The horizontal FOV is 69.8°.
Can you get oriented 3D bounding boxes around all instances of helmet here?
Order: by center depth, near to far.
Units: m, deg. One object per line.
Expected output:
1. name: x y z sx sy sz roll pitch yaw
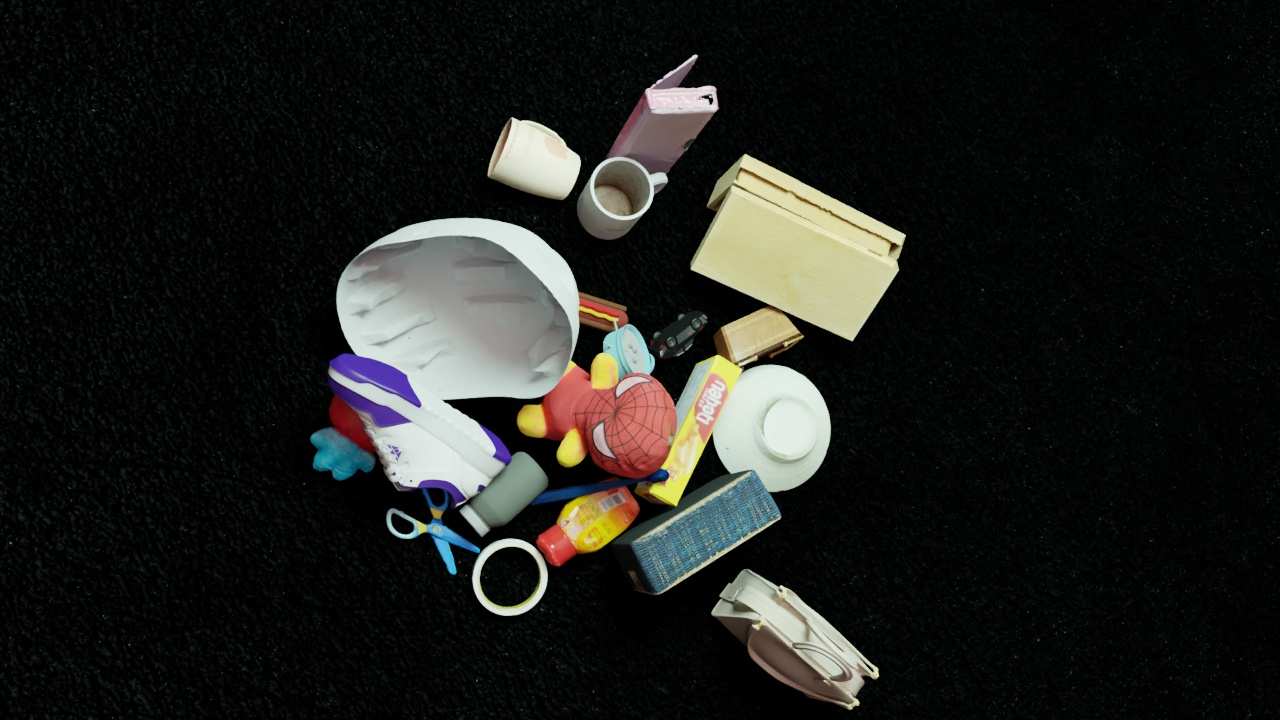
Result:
1. helmet: -0.215 -0.060 1.097 0.282 0.183 0.224 -10 119 -5

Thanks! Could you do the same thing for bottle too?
1. bottle: -0.171 0.168 1.150 0.108 0.060 0.060 -41 93 -16
2. bottle: -0.069 0.209 1.176 0.134 0.048 0.071 -34 94 -16

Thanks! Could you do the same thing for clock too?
1. clock: -0.007 0.007 1.200 0.042 0.087 0.123 -18 119 24

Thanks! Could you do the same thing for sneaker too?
1. sneaker: -0.277 0.091 1.079 0.244 0.092 0.111 37 94 -26

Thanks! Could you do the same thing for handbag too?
1. handbag: 0.203 0.352 1.146 0.194 0.198 0.101 41 75 -6

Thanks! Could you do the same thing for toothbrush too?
1. toothbrush: -0.055 0.158 1.152 0.190 0.017 0.016 -13 64 17

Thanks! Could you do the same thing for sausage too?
1. sausage: -0.091 -0.072 1.214 0.155 0.040 0.040 17 79 -11

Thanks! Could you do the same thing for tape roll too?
1. tape roll: -0.165 0.273 1.158 0.094 0.019 0.094 2 83 -14

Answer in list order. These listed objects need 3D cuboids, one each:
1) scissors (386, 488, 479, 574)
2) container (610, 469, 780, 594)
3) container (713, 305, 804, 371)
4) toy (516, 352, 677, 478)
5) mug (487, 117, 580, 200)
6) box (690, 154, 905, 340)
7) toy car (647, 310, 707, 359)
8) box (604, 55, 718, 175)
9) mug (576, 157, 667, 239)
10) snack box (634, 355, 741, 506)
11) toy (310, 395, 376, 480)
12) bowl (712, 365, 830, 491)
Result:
1. scissors: -0.262 0.216 1.145 0.109 0.018 0.131 -22 90 -17
2. container: 0.065 0.214 1.158 0.187 0.145 0.071 -29 86 -16
3. container: 0.156 -0.029 1.260 0.113 0.063 0.061 -24 81 -16
4. toy: -0.044 0.068 1.133 0.216 0.098 0.147 18 88 32
5. mug: -0.136 -0.271 1.215 0.104 0.085 0.111 22 48 -20
6. box: 0.214 -0.160 1.241 0.248 0.142 0.178 23 61 -8
7. toy car: 0.053 -0.033 1.244 0.091 0.042 0.036 -37 117 -16
8. box: 0.017 -0.309 1.172 0.099 0.233 0.080 -5 83 -14
9. mug: -0.019 -0.220 1.221 0.119 0.096 0.083 -25 89 -16
10. snack box: 0.061 0.093 1.201 0.042 0.092 0.200 29 77 -8
11. toy: -0.345 0.085 1.121 0.092 0.062 0.133 35 91 -12
12. bowl: 0.190 0.091 1.246 0.176 0.058 0.176 1 85 -16
